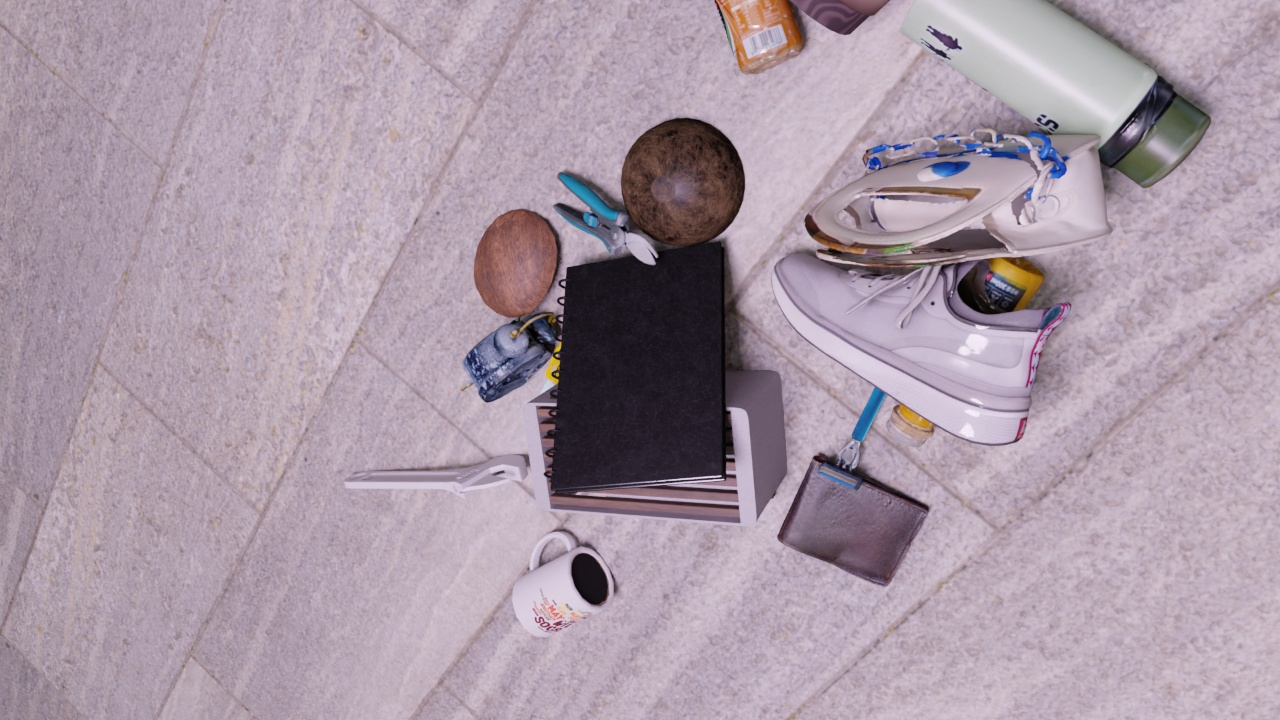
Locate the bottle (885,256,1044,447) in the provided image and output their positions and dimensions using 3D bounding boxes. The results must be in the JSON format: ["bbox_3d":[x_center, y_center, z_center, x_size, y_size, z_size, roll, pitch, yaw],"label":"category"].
[{"bbox_3d":[0.277,-0.007,0.803,0.053,0.053,0.186,31,116,12],"label":"bottle"}]

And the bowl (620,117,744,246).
[{"bbox_3d":[0.032,-0.163,0.860,0.121,0.056,0.121,7,109,22],"label":"bowl"}]

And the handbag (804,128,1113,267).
[{"bbox_3d":[0.227,-0.120,0.693,0.201,0.199,0.093,12,119,58],"label":"handbag"}]

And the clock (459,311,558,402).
[{"bbox_3d":[-0.134,-0.007,0.966,0.130,0.090,0.052,-41,82,32],"label":"clock"}]

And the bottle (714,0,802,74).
[{"bbox_3d":[0.085,-0.332,0.781,0.059,0.059,0.167,-17,99,27],"label":"bottle"}]

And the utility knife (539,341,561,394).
[{"bbox_3d":[-0.076,-0.009,0.984,0.030,0.018,0.207,38,121,19],"label":"utility knife"}]

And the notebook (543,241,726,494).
[{"bbox_3d":[-0.005,0.005,0.849,0.169,0.019,0.231,-7,64,19],"label":"notebook"}]

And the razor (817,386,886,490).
[{"bbox_3d":[0.215,0.051,0.862,0.042,0.022,0.144,24,104,8],"label":"razor"}]

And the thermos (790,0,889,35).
[{"bbox_3d":[0.190,-0.370,0.669,0.172,0.172,0.227,48,125,3],"label":"thermos"}]

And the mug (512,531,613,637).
[{"bbox_3d":[-0.092,0.249,1.045,0.090,0.073,0.105,-32,66,28],"label":"mug"}]

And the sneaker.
[{"bbox_3d":[0.220,-0.046,0.760,0.263,0.096,0.129,38,115,37],"label":"sneaker"}]

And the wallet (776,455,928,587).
[{"bbox_3d":[0.207,0.159,0.904,0.120,0.031,0.099,23,113,9],"label":"wallet"}]

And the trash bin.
[{"bbox_3d":[0.017,0.080,0.912,0.229,0.114,0.114,0,106,24],"label":"trash bin"}]

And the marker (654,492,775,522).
[{"bbox_3d":[0.075,0.150,0.964,0.141,0.016,0.016,-18,98,28],"label":"marker"}]

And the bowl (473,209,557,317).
[{"bbox_3d":[-0.138,-0.102,0.956,0.102,0.026,0.114,29,105,25],"label":"bowl"}]

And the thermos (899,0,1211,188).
[{"bbox_3d":[0.319,-0.225,0.705,0.231,0.082,0.082,38,117,9],"label":"thermos"}]

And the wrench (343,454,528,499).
[{"bbox_3d":[-0.246,0.136,1.081,0.274,0.086,0.018,-5,104,36],"label":"wrench"}]

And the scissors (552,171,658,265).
[{"bbox_3d":[-0.039,-0.133,0.899,0.148,0.019,0.132,-18,94,51],"label":"scissors"}]
